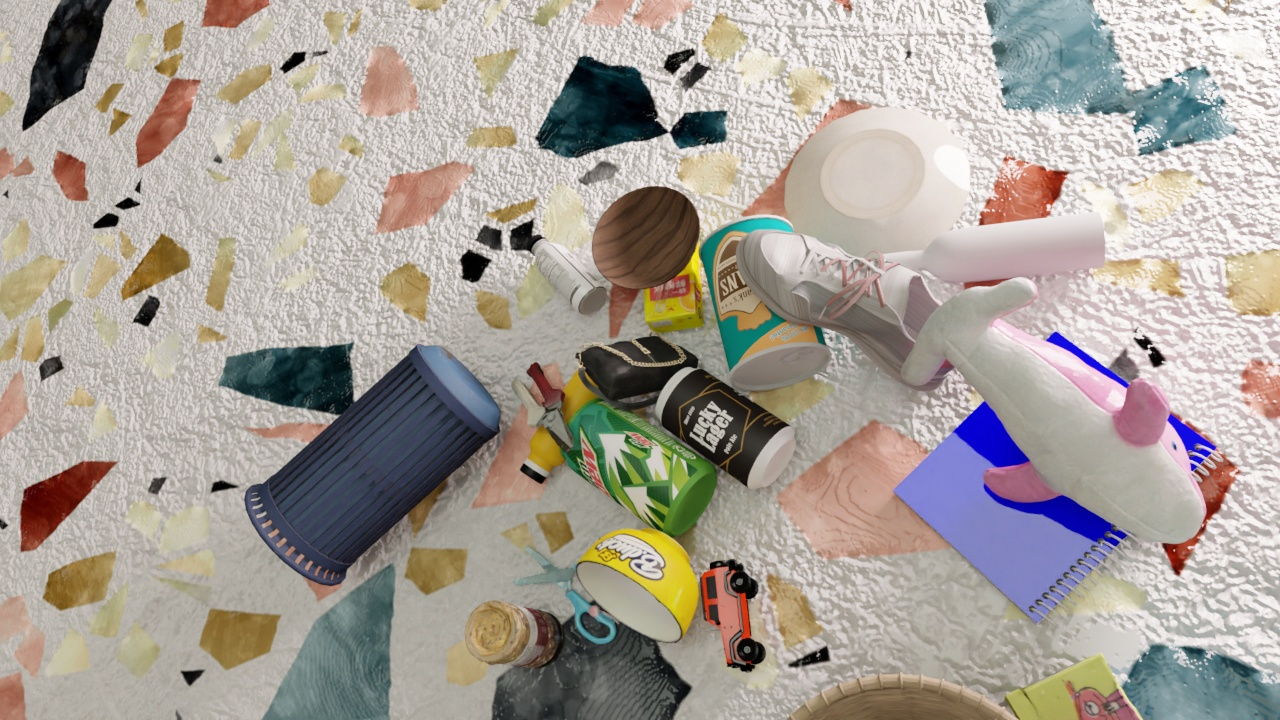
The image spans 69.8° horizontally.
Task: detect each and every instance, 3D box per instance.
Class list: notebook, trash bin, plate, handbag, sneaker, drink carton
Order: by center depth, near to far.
[{"bbox_3d":[0.360,0.101,0.806,0.209,0.022,0.171,-45,61,0],"label":"notebook"},{"bbox_3d":[0.203,-0.063,0.828,0.236,0.090,0.099,30,56,-6],"label":"sneaker"},{"bbox_3d":[-0.006,0.005,0.935,0.079,0.128,0.054,41,131,43],"label":"handbag"},{"bbox_3d":[0.242,-0.187,0.952,0.189,0.027,0.188,-7,69,18],"label":"plate"},{"bbox_3d":[-0.275,0.103,0.976,0.249,0.139,0.139,-42,62,0],"label":"trash bin"},{"bbox_3d":[0.034,-0.099,0.988,0.059,0.043,0.134,-8,69,16],"label":"drink carton"}]

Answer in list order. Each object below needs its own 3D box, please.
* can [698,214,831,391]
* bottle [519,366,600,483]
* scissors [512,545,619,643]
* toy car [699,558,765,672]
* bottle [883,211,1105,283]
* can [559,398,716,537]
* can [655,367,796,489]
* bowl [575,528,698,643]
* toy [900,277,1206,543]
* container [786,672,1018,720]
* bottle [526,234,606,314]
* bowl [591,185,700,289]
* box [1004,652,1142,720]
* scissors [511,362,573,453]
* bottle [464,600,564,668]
[{"bbox_3d":[0.121,-0.056,0.907,0.099,0.099,0.143,-18,66,13],"label":"can"},{"bbox_3d":[-0.076,0.062,0.968,0.043,0.043,0.143,30,83,27],"label":"bottle"},{"bbox_3d":[-0.061,0.213,0.924,0.139,0.015,0.118,36,85,22],"label":"scissors"},{"bbox_3d":[0.084,0.234,0.841,0.049,0.051,0.100,-10,67,13],"label":"toy car"},{"bbox_3d":[0.330,-0.102,0.873,0.195,0.052,0.052,-5,69,19],"label":"bottle"},{"bbox_3d":[-0.003,0.103,0.904,0.144,0.083,0.083,32,84,27],"label":"can"},{"bbox_3d":[0.083,0.065,0.892,0.128,0.072,0.072,34,85,27],"label":"can"},{"bbox_3d":[0.006,0.200,0.854,0.117,0.117,0.067,22,55,26],"label":"bowl"},{"bbox_3d":[0.352,0.035,0.756,0.265,0.187,0.127,42,51,5],"label":"toy"},{"bbox_3d":[0.205,0.351,0.670,0.227,0.196,0.226,-7,68,18],"label":"container"},{"bbox_3d":[-0.087,-0.101,1.035,0.041,0.041,0.116,-44,62,0],"label":"bottle"},{"bbox_3d":[0.010,-0.123,0.963,0.119,0.032,0.119,-8,67,19],"label":"bowl"},{"bbox_3d":[0.358,0.333,0.665,0.079,0.124,0.220,-28,65,8],"label":"box"},{"bbox_3d":[-0.094,0.044,0.942,0.189,0.015,0.139,-6,45,48],"label":"scissors"},{"bbox_3d":[-0.118,0.262,0.875,0.056,0.105,0.056,-7,68,18],"label":"bottle"}]
